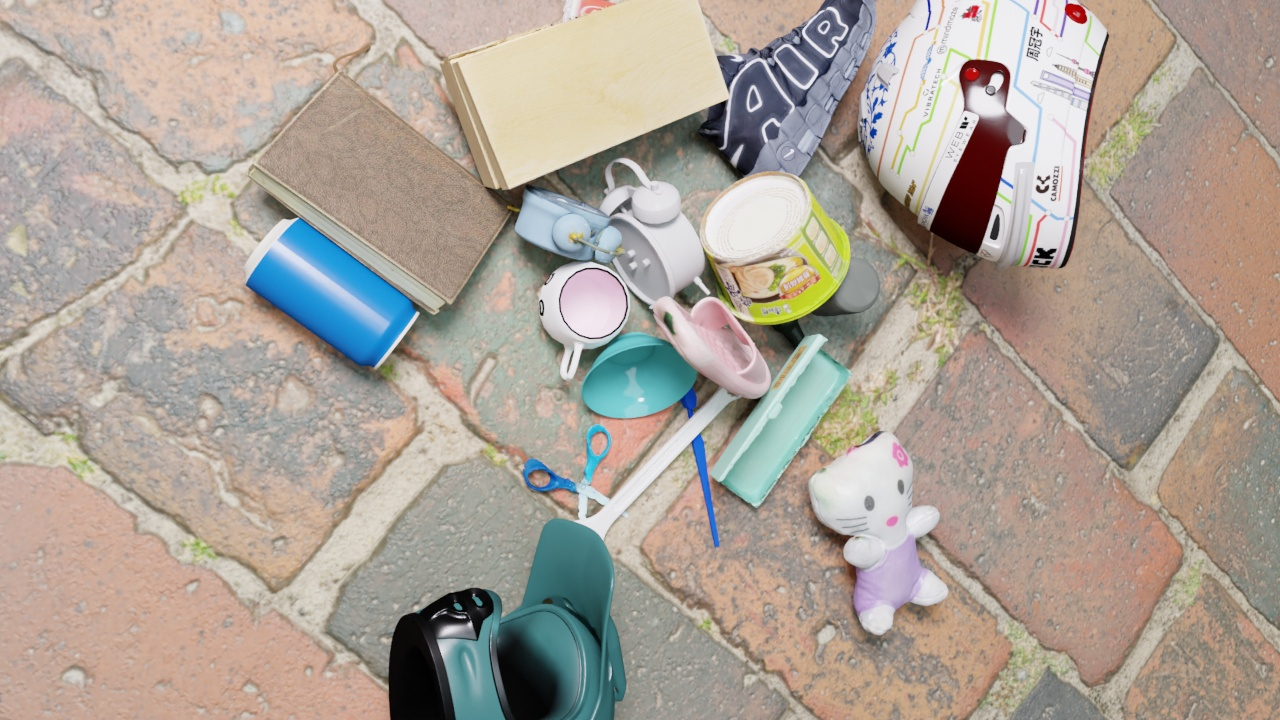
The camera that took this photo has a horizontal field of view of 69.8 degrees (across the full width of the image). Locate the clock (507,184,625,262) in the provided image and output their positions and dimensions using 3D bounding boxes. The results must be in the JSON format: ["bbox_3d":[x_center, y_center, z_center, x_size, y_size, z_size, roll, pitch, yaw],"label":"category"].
[{"bbox_3d":[-0.069,-0.130,0.896,0.088,0.124,0.052,6,110,-53],"label":"clock"}]

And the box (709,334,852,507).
[{"bbox_3d":[0.154,0.066,0.983,0.078,0.112,0.187,35,86,4],"label":"box"}]

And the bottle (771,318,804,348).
[{"bbox_3d":[0.158,-0.050,1.024,0.033,0.033,0.123,-38,102,-15],"label":"bottle"}]

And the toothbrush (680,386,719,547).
[{"bbox_3d":[0.068,0.114,1.004,0.016,0.011,0.187,-13,94,-18],"label":"toothbrush"}]

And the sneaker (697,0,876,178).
[{"bbox_3d":[0.141,-0.315,0.988,0.150,0.097,0.252,27,87,-14],"label":"sneaker"}]

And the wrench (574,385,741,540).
[{"bbox_3d":[0.017,0.112,0.977,0.273,0.009,0.047,-45,110,-10],"label":"wrench"}]

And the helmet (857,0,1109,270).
[{"bbox_3d":[0.355,-0.260,0.985,0.236,0.231,0.314,11,81,13],"label":"helmet"}]

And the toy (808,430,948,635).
[{"bbox_3d":[0.267,0.189,1.034,0.137,0.086,0.209,-21,98,-20],"label":"toy"}]

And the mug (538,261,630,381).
[{"bbox_3d":[-0.062,-0.039,0.927,0.090,0.076,0.124,16,85,-18],"label":"mug"}]

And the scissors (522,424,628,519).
[{"bbox_3d":[-0.069,0.131,0.961,0.127,0.014,0.127,-1,96,-21],"label":"scissors"}]

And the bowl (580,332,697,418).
[{"bbox_3d":[-0.006,0.005,0.949,0.121,0.121,0.046,-1,50,-19],"label":"bowl"}]

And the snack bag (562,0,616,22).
[{"bbox_3d":[-0.026,-0.331,0.960,0.115,0.036,0.077,9,88,-18],"label":"snack bag"}]

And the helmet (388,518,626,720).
[{"bbox_3d":[-0.110,0.294,0.843,0.199,0.176,0.275,-10,118,-34],"label":"helmet"}]

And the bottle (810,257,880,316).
[{"bbox_3d":[0.209,-0.078,1.000,0.060,0.108,0.060,0,90,-19],"label":"bottle"}]

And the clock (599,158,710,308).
[{"bbox_3d":[0.005,-0.128,0.931,0.061,0.120,0.159,-35,111,-22],"label":"clock"}]

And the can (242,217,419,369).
[{"bbox_3d":[-0.286,-0.061,0.851,0.146,0.079,0.079,38,79,-15],"label":"can"}]

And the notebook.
[{"bbox_3d":[-0.231,-0.176,0.877,0.215,0.035,0.189,37,56,-16],"label":"notebook"}]

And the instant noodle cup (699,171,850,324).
[{"bbox_3d":[0.131,-0.119,0.939,0.146,0.146,0.098,-53,137,-11],"label":"instant noodle cup"}]

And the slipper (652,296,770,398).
[{"bbox_3d":[0.080,-0.017,0.916,0.056,0.221,0.106,-42,66,15],"label":"slipper"}]

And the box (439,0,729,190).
[{"bbox_3d":[-0.049,-0.267,0.884,0.248,0.092,0.128,-26,116,-18],"label":"box"}]
